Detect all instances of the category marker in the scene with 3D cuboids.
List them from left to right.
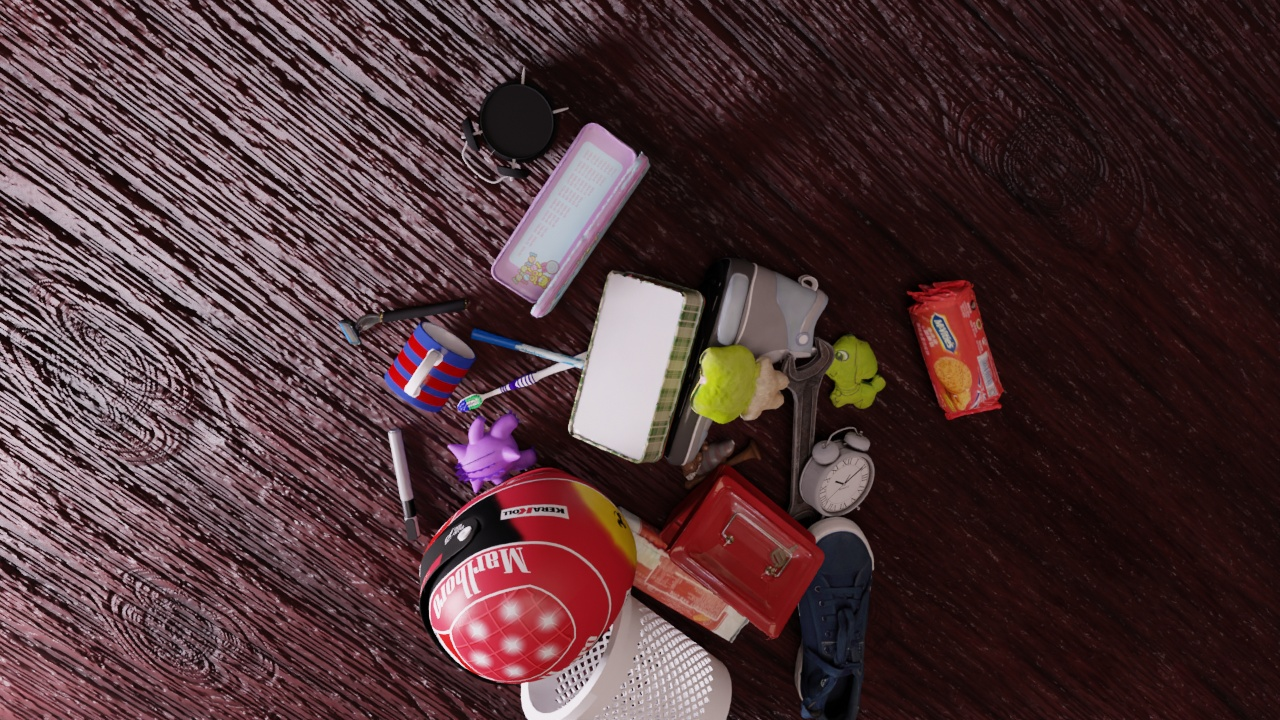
[{"bbox_3d":[-0.286,0.150,1.113,0.016,0.016,0.140,-7,105,-3],"label":"marker"},{"bbox_3d":[-0.129,-0.013,1.078,0.142,0.013,0.013,16,102,-2],"label":"marker"}]

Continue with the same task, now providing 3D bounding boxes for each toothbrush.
[{"bbox_3d":[-0.132,0.022,1.093,0.187,0.016,0.015,-22,103,1],"label":"toothbrush"}]

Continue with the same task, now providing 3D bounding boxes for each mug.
[{"bbox_3d":[-0.240,0.011,1.031,0.075,0.112,0.076,35,99,-7],"label":"mug"}]

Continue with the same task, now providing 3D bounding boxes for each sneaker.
[{"bbox_3d":[0.123,0.014,1.082,0.160,0.093,0.257,12,104,-16],"label":"sneaker"},{"bbox_3d":[0.242,0.340,1.135,0.120,0.127,0.295,-5,110,-7],"label":"sneaker"}]

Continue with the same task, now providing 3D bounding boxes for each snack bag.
[{"bbox_3d":[0.045,0.271,1.160,0.225,0.041,0.077,32,100,-13],"label":"snack bag"},{"bbox_3d":[0.378,-0.016,1.097,0.082,0.082,0.176,-22,105,1],"label":"snack bag"}]

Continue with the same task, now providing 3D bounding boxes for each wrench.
[{"bbox_3d":[0.197,0.099,1.108,0.070,0.010,0.274,-12,119,-19],"label":"wrench"}]

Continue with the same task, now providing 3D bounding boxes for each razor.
[{"bbox_3d":[-0.272,-0.052,1.062,0.144,0.022,0.043,-13,147,-6],"label":"razor"}]

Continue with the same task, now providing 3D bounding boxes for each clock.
[{"bbox_3d":[-0.142,-0.251,1.007,0.091,0.042,0.121,41,98,-13],"label":"clock"},{"bbox_3d":[0.242,0.135,1.120,0.094,0.035,0.123,-14,121,-24],"label":"clock"}]

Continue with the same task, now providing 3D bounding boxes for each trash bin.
[{"bbox_3d":[-0.007,0.387,1.120,0.199,0.195,0.195,35,99,-22],"label":"trash bin"}]

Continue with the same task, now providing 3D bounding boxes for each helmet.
[{"bbox_3d":[-0.134,0.247,1.018,0.271,0.224,0.197,-31,108,15],"label":"helmet"}]

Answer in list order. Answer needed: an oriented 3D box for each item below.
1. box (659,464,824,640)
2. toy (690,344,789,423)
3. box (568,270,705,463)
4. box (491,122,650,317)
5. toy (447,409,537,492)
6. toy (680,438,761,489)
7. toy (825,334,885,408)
[{"bbox_3d":[0.112,0.224,1.088,0.157,0.165,0.151,40,71,1],"label":"box"},{"bbox_3d":[0.113,0.027,1.016,0.117,0.043,0.092,6,106,-26],"label":"toy"},{"bbox_3d":[-0.006,0.006,1.050,0.118,0.049,0.205,18,98,32],"label":"box"},{"bbox_3d":[-0.078,-0.153,1.012,0.089,0.093,0.214,33,99,-12],"label":"box"},{"bbox_3d":[-0.177,0.115,1.092,0.088,0.055,0.106,-22,113,6],"label":"toy"},{"bbox_3d":[0.091,0.119,1.124,0.102,0.041,0.055,-29,116,9],"label":"toy"},{"bbox_3d":[0.255,0.015,1.114,0.094,0.036,0.094,6,107,-13],"label":"toy"}]
